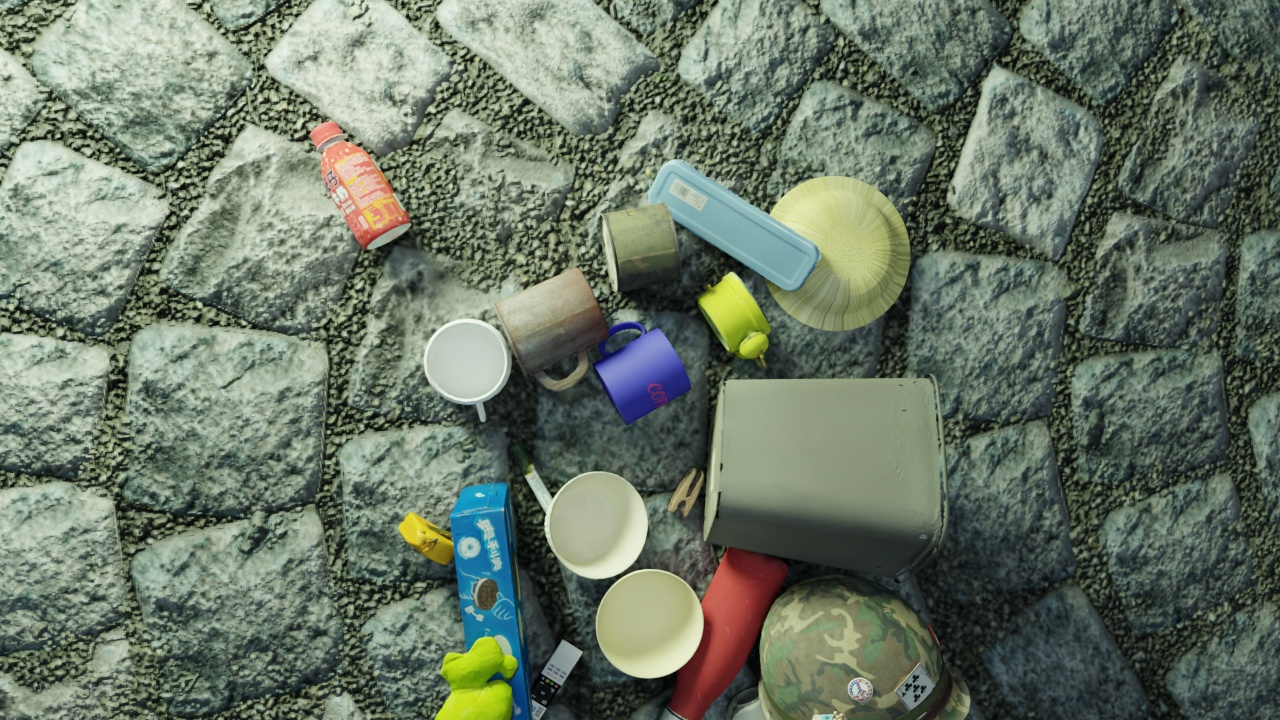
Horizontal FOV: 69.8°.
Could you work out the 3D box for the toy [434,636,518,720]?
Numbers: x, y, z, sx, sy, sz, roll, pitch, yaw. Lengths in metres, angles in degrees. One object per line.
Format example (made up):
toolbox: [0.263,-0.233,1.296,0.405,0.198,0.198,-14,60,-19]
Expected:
toy: [-0.151,0.307,0.838,0.094,0.036,0.093,-27,87,-10]

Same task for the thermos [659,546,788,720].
thermos: [0.087,0.324,1.042,0.073,0.073,0.240,26,88,-6]

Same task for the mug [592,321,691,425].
mug: [-0.006,0.006,1.035,0.083,0.079,0.111,-29,65,-6]

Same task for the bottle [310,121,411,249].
bottle: [-0.311,-0.194,1.003,0.062,0.062,0.137,-31,92,-6]

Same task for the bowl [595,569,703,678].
bowl: [0.006,0.286,1.032,0.118,0.074,0.118,0,90,-7]

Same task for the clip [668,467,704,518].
clip: [0.051,0.152,1.064,0.049,0.026,0.061,-7,98,-3]

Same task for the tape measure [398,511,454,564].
tape measure: [-0.229,0.198,1.010,0.059,0.068,0.030,36,84,-31]

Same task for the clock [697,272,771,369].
clock: [0.114,-0.042,1.040,0.057,0.083,0.119,-33,90,-1]

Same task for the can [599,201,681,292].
can: [0.000,-0.126,1.023,0.074,0.090,0.090,-12,91,-6]

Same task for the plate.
plate: [0.235,-0.128,1.077,0.184,0.036,0.184,0,90,-7]

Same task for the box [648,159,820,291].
box: [0.108,-0.155,1.054,0.210,0.052,0.067,33,115,6]

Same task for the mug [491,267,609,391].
mug: [-0.092,-0.029,1.009,0.110,0.096,0.123,-26,79,-2]

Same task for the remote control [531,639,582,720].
remote control: [-0.112,0.378,1.050,0.028,0.012,0.124,34,86,-5]

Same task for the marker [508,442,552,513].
marker: [-0.108,0.160,1.048,0.017,0.017,0.146,-30,93,-6]

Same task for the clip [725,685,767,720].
clip: [0.132,0.450,1.050,0.150,0.089,0.125,-25,90,-16]

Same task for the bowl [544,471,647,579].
bowl: [-0.057,0.182,1.021,0.115,0.063,0.115,4,80,-23]

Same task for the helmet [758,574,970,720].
helmet: [0.236,0.351,0.989,0.225,0.192,0.237,15,122,30]

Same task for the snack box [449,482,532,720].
snack box: [-0.151,0.257,0.953,0.056,0.195,0.239,-6,90,-7]

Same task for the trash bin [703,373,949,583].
trash bin: [0.187,0.120,0.987,0.220,0.198,0.197,5,63,0]

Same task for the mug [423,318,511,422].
mug: [-0.187,0.012,1.013,0.094,0.068,0.115,-14,92,-6]
